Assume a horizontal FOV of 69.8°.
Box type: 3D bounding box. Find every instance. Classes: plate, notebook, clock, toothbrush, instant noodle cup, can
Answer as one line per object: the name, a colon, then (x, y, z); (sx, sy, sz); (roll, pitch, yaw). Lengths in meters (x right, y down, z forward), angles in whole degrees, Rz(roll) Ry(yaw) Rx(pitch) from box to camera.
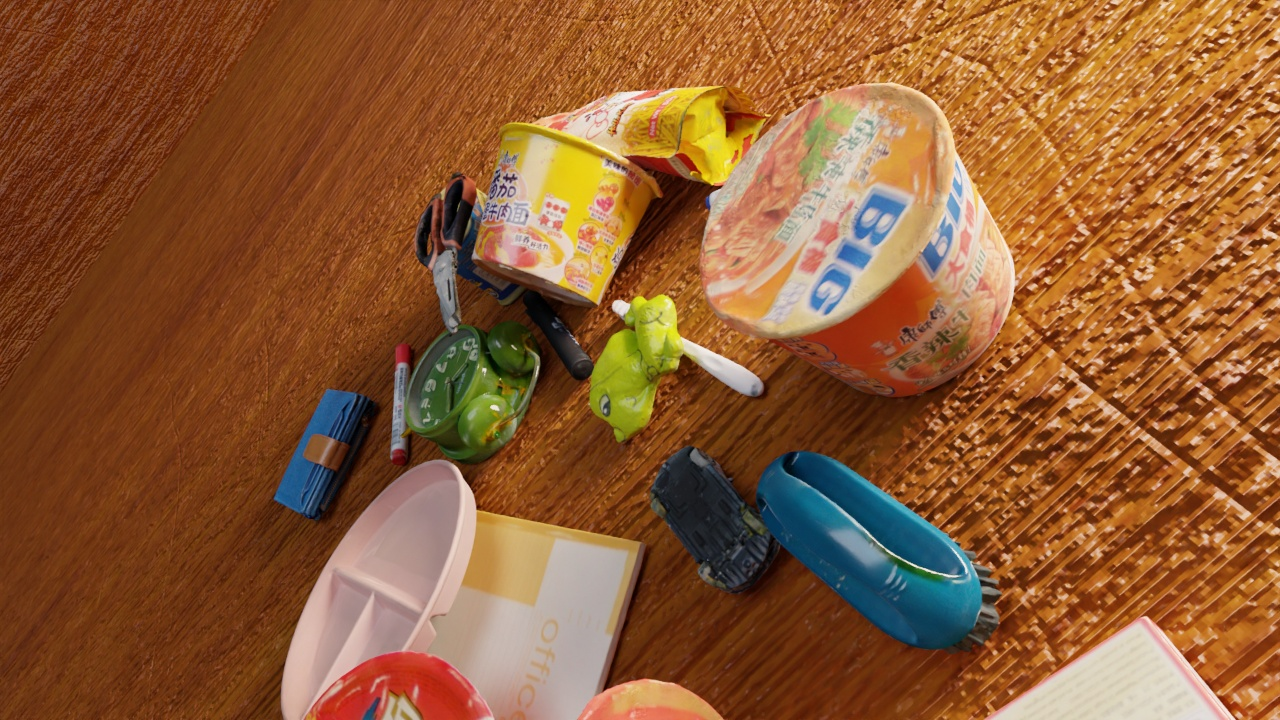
plate: (-0.204, 0.184, 0.724); (0.230, 0.028, 0.229); (-37, 31, 27)
notebook: (-0.088, 0.184, 0.646); (0.207, 0.010, 0.145); (0, 65, 47)
clock: (-0.137, 0.024, 0.773); (0.162, 0.056, 0.116); (-6, 62, 45)
toothbrush: (0.029, -0.012, 0.651); (0.016, 0.016, 0.180); (-59, 38, 2)
instant noodle cup: (-0.067, -0.110, 0.736); (0.138, 0.138, 0.109); (14, 83, 51)
instant noodle cup: (0.124, -0.056, 0.502); (0.152, 0.111, 0.151); (-27, 47, 33)
instant noodle cup: (-0.142, 0.284, 0.570); (0.194, 0.066, 0.193); (-15, 60, 26)
instant noodle cup: (-0.019, 0.236, 0.445); (0.109, 0.137, 0.137); (-35, 42, 38)
can: (-0.148, -0.112, 0.857); (0.057, 0.083, 0.102); (-41, 41, 20)

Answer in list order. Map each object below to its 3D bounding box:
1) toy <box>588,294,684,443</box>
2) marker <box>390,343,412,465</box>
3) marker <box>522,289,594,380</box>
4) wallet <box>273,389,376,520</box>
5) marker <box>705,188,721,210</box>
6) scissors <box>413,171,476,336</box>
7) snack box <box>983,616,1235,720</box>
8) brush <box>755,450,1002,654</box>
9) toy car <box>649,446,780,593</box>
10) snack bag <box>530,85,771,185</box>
toy: (-0.004, 0.004, 0.654); (0.100, 0.031, 0.096); (-36, 54, 40)
marker: (-0.234, 0.041, 0.898); (0.017, 0.017, 0.145); (-35, 43, 25)
marker: (-0.072, -0.023, 0.765); (0.022, 0.020, 0.132); (-64, 35, 18)
wallet: (-0.329, 0.094, 0.950); (0.106, 0.040, 0.133); (3, 68, 53)
marker: (0.107, -0.135, 0.652); (0.146, 0.017, 0.016); (-17, 53, 39)
scissors: (-0.151, -0.093, 0.746); (0.210, 0.015, 0.182); (6, 69, 56)
snack box: (0.163, 0.179, 0.366); (0.156, 0.027, 0.077); (-43, 40, 18)
brush: (0.105, 0.088, 0.454); (0.055, 0.073, 0.144); (-59, 38, 5)
toy car: (0.044, 0.094, 0.550); (0.049, 0.031, 0.105); (-51, 40, 7)
snack bag: (-0.002, -0.193, 0.756); (0.128, 0.073, 0.208); (-30, 32, -28)
